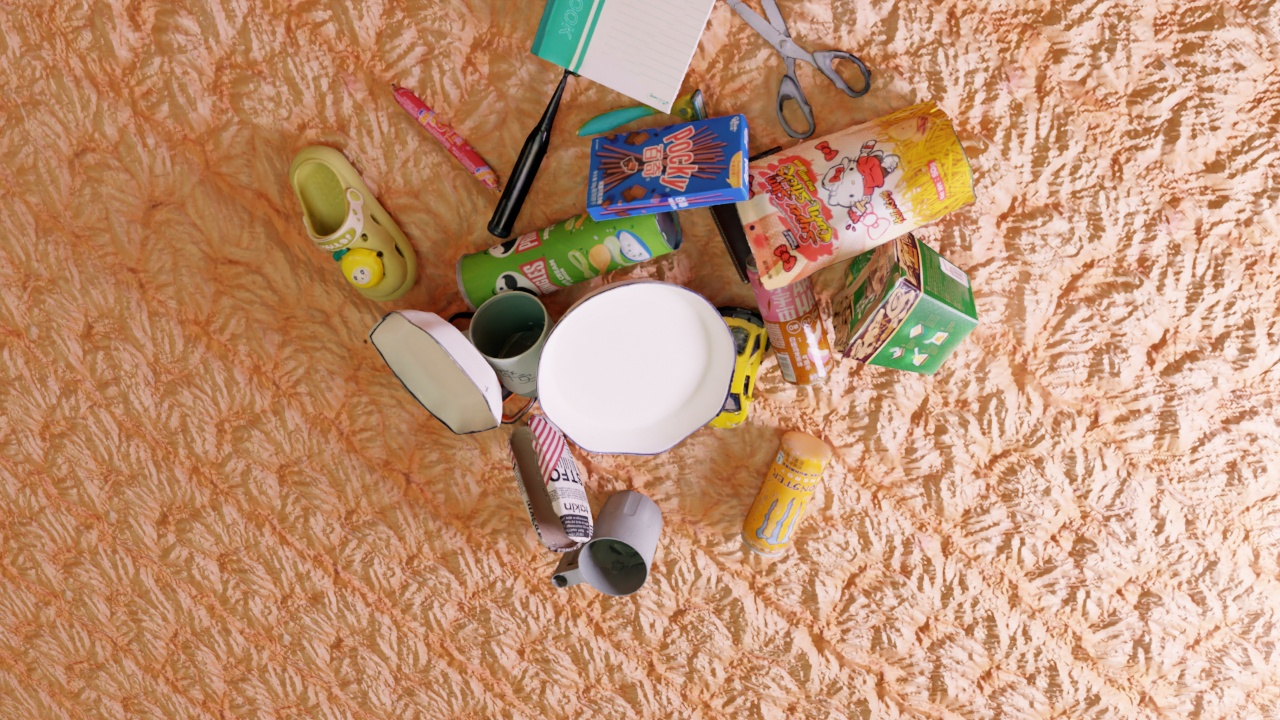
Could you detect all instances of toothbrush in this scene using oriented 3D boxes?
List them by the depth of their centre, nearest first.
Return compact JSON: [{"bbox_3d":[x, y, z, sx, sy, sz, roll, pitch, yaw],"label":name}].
[{"bbox_3d":[-0.107,-0.220,0.947,0.027,0.026,0.213,36,118,9],"label":"toothbrush"}]

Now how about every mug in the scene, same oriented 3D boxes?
[{"bbox_3d":[-0.138,-0.012,0.983,0.112,0.082,0.106,-4,154,11],"label":"mug"},{"bbox_3d":[-0.039,0.221,1.102,0.124,0.103,0.084,-18,110,22],"label":"mug"}]

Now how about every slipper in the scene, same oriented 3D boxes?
[{"bbox_3d":[-0.328,-0.143,1.008,0.092,0.081,0.190,-24,105,25],"label":"slipper"}]

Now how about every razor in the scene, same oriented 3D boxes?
[{"bbox_3d":[-0.001,-0.241,0.910,0.133,0.028,0.043,-7,146,14],"label":"razor"}]

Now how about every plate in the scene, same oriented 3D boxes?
[{"bbox_3d":[-0.006,0.006,0.944,0.204,0.045,0.205,-6,121,-10],"label":"plate"},{"bbox_3d":[-0.221,0.009,1.005,0.162,0.034,0.266,50,157,-10],"label":"plate"}]

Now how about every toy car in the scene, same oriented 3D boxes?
[{"bbox_3d":[0.097,0.011,1.003,0.071,0.041,0.156,15,119,6],"label":"toy car"}]

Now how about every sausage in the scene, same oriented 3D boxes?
[{"bbox_3d":[-0.203,-0.234,0.967,0.156,0.020,0.020,43,117,-10],"label":"sausage"}]

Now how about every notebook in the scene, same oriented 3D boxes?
[{"bbox_3d":[0.000,-0.356,0.846,0.150,0.012,0.209,24,110,2],"label":"notebook"}]

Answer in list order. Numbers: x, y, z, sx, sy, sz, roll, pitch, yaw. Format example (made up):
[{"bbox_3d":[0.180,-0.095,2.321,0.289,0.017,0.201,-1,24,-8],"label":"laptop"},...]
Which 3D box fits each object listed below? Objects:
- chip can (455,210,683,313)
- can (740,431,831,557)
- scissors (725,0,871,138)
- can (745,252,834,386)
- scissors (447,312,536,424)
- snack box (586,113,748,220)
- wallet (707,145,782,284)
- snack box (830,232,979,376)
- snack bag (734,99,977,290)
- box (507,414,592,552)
[{"bbox_3d":[-0.077,-0.114,0.966,0.236,0.072,0.072,-16,111,19],"label":"chip can"},{"bbox_3d":[0.164,0.153,1.045,0.058,0.058,0.146,20,118,3],"label":"can"},{"bbox_3d":[0.140,-0.290,0.862,0.159,0.014,0.172,9,116,9],"label":"scissors"},{"bbox_3d":[0.155,-0.046,0.941,0.058,0.057,0.147,-12,120,18],"label":"can"},{"bbox_3d":[-0.128,-0.010,1.056,0.223,0.021,0.221,30,119,-1],"label":"scissors"},{"bbox_3d":[0.026,-0.186,0.889,0.157,0.084,0.026,-5,156,18],"label":"snack box"},{"bbox_3d":[0.123,-0.145,0.933,0.096,0.020,0.122,-18,111,26],"label":"wallet"},{"bbox_3d":[0.261,-0.055,0.893,0.105,0.118,0.118,21,132,-9],"label":"snack box"},{"bbox_3d":[0.195,-0.159,0.860,0.208,0.073,0.128,-20,80,11],"label":"snack bag"},{"bbox_3d":[-0.108,0.147,1.068,0.079,0.074,0.163,-36,63,22],"label":"box"}]
